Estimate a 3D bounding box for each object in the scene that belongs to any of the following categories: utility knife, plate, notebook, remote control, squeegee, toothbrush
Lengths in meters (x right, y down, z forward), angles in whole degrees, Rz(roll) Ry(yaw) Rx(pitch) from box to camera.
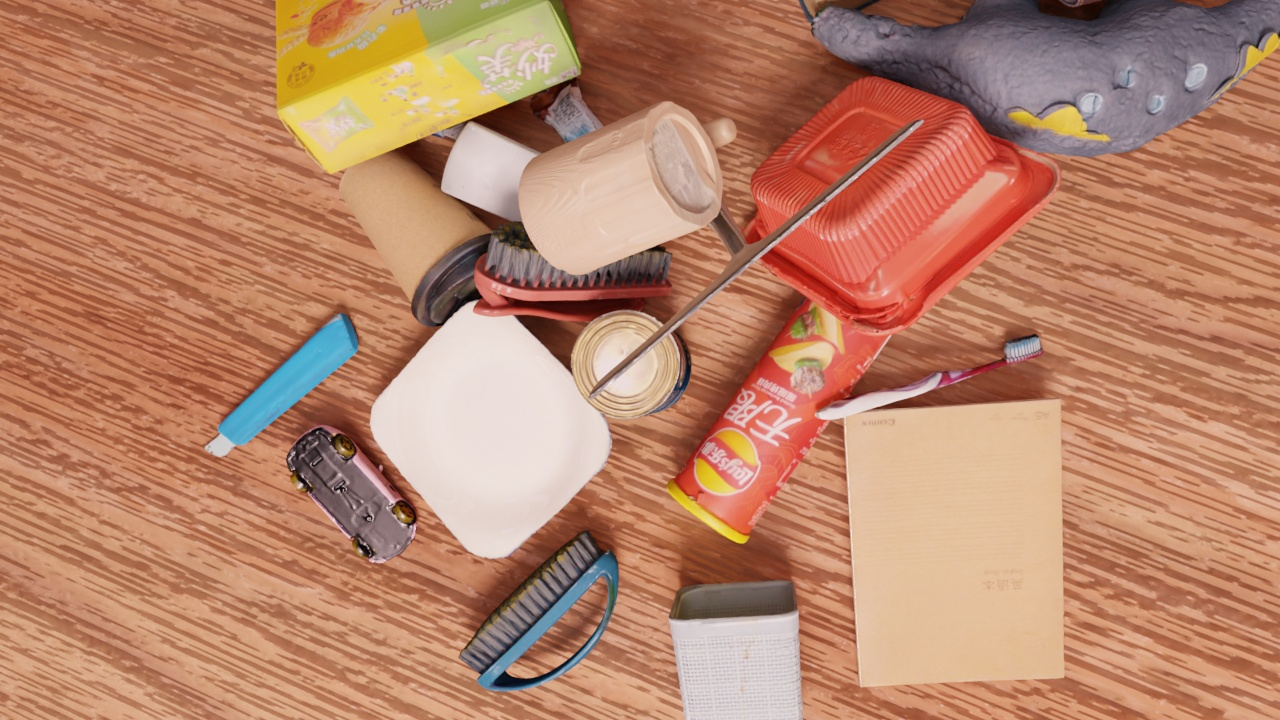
[{"bbox_3d":[-0.295,0.026,0.751,0.166,0.018,0.034,-39,81,7],"label":"utility knife"},{"bbox_3d":[-0.112,0.051,0.705,0.164,0.034,0.163,-43,84,19],"label":"plate"},{"bbox_3d":[0.227,0.133,0.662,0.149,0.012,0.211,-4,100,6],"label":"notebook"},{"bbox_3d":[-0.080,-0.128,0.693,0.135,0.019,0.056,22,110,-17],"label":"remote control"},{"bbox_3d":[0.043,-0.110,0.631,0.247,0.246,0.039,-40,125,12],"label":"squeegee"},{"bbox_3d":[0.208,0.012,0.653,0.187,0.016,0.017,-15,101,-14],"label":"toothbrush"}]

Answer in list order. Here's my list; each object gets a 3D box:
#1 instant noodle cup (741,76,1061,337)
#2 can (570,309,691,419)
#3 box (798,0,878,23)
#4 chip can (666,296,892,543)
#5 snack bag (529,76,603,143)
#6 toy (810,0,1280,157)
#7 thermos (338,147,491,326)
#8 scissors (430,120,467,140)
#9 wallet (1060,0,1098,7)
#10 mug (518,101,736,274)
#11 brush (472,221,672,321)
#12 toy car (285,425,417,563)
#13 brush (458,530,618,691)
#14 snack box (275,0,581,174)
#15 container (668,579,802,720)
[{"bbox_3d":[0.155,-0.114,0.611,0.164,0.079,0.189,-43,39,-1],"label":"instant noodle cup"},{"bbox_3d":[-0.004,0.004,0.665,0.075,0.111,0.075,0,89,7],"label":"can"},{"bbox_3d":[0.183,-0.322,0.674,0.184,0.059,0.090,-23,85,9],"label":"box"},{"bbox_3d":[0.109,0.028,0.669,0.073,0.073,0.216,36,94,7],"label":"chip can"},{"bbox_3d":[-0.043,-0.174,0.716,0.045,0.026,0.105,-39,84,23],"label":"snack bag"},{"bbox_3d":[0.300,-0.209,0.640,0.356,0.091,0.137,-1,77,5],"label":"toy"},{"bbox_3d":[-0.164,-0.095,0.704,0.093,0.093,0.143,-42,76,5],"label":"thermos"},{"bbox_3d":[-0.146,-0.196,0.738,0.169,0.012,0.146,4,90,6],"label":"scissors"},{"bbox_3d":[0.329,-0.289,0.639,0.122,0.020,0.096,-17,56,-9],"label":"wallet"},{"bbox_3d":[-0.002,-0.117,0.595,0.104,0.124,0.084,-14,110,39],"label":"mug"},{"bbox_3d":[-0.052,-0.061,0.666,0.063,0.145,0.069,52,135,41],"label":"brush"},{"bbox_3d":[-0.229,0.106,0.733,0.056,0.037,0.122,-39,97,8],"label":"toy car"},{"bbox_3d":[-0.068,0.199,0.698,0.073,0.055,0.144,45,94,7],"label":"brush"},{"bbox_3d":[-0.162,-0.248,0.680,0.210,0.070,0.157,-20,57,7],"label":"snack box"},{"bbox_3d":[0.072,0.227,0.664,0.090,0.090,0.111,-5,91,8],"label":"container"}]
